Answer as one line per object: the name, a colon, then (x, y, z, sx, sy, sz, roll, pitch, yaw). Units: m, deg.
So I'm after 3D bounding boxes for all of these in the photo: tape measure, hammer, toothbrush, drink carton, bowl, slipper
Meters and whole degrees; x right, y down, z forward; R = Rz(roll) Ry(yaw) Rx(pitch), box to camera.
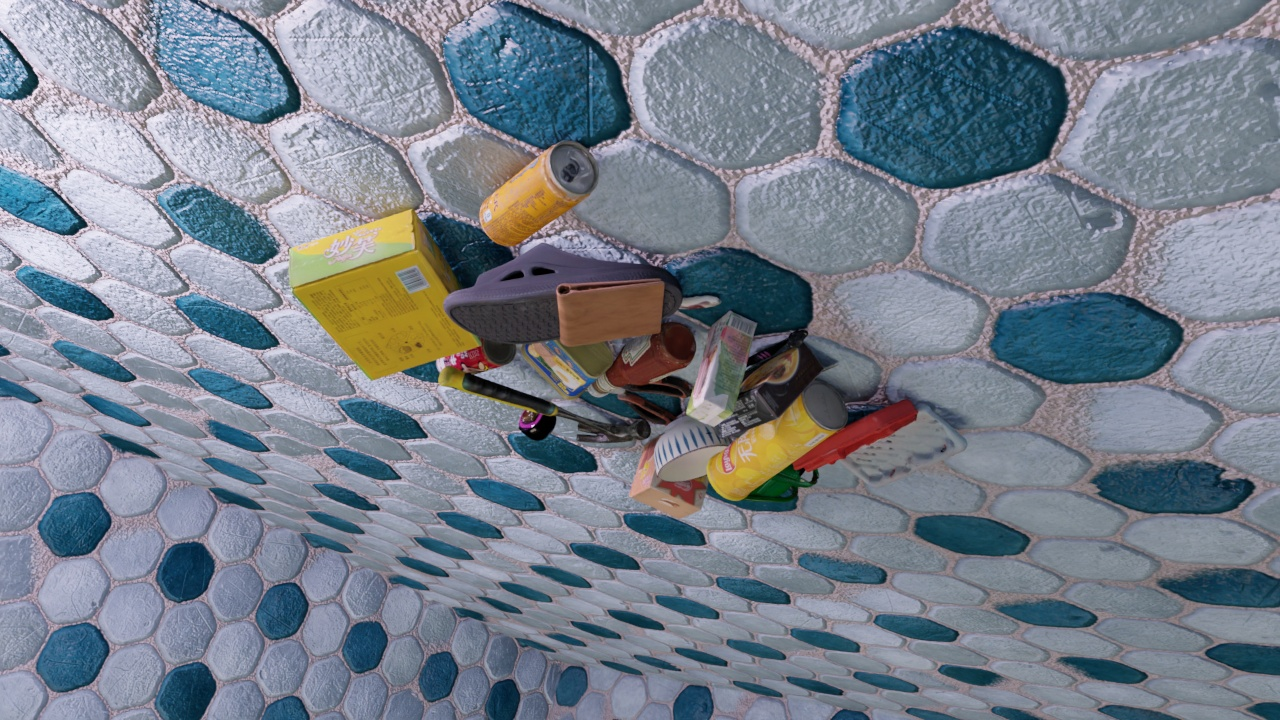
tape measure: (-0.162, 0.094, 1.431, 0.058, 0.057, 0.039, 2, 150, 45)
hammer: (-0.145, 0.069, 1.339, 0.323, 0.031, 0.126, 21, 157, -34)
toothbrush: (0.142, -0.002, 1.107, 0.014, 0.017, 0.190, 36, 151, -13)
drink carton: (0.091, 0.008, 1.041, 0.045, 0.122, 0.054, 25, 153, -11)
bowl: (0.071, 0.120, 1.305, 0.116, 0.066, 0.117, -14, 153, -8)
toothbrush: (0.012, -0.060, 1.075, 0.188, 0.017, 0.016, -3, 148, 36)
slipper: (-0.087, -0.082, 1.044, 0.268, 0.083, 0.111, -6, 152, 6)

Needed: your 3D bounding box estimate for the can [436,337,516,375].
can: (-0.232, -0.008, 1.285, 0.053, 0.053, 0.133, 35, 148, -31)

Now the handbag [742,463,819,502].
handbag: (0.188, 0.166, 1.340, 0.120, 0.067, 0.131, 17, 154, -1)

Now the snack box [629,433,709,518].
snack box: (0.050, 0.179, 1.421, 0.092, 0.094, 0.077, 26, 152, -15)

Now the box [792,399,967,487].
box: (0.298, 0.106, 1.169, 0.154, 0.073, 0.202, 12, 155, -18)

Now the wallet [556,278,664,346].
wallet: (-0.033, -0.053, 1.002, 0.115, 0.020, 0.101, -6, 150, -6)

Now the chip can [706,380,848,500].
chip can: (0.171, 0.107, 1.180, 0.072, 0.071, 0.214, 26, 138, -16)

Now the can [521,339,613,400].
can: (-0.092, -0.008, 1.170, 0.102, 0.057, 0.083, 47, 146, -4)

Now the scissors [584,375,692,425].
scissors: (-0.019, 0.043, 1.292, 0.225, 0.015, 0.189, 28, 152, -20)

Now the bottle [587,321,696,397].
bottle: (-0.007, 0.007, 1.167, 0.059, 0.059, 0.207, 29, 150, -21)

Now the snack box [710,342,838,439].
snack box: (0.152, 0.034, 1.086, 0.053, 0.125, 0.113, 52, 146, -6)

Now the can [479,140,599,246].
can: (-0.103, -0.162, 0.908, 0.058, 0.058, 0.146, 32, 150, -26)

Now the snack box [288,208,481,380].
snack box: (-0.304, -0.074, 1.116, 0.158, 0.070, 0.210, -17, 147, 3)
